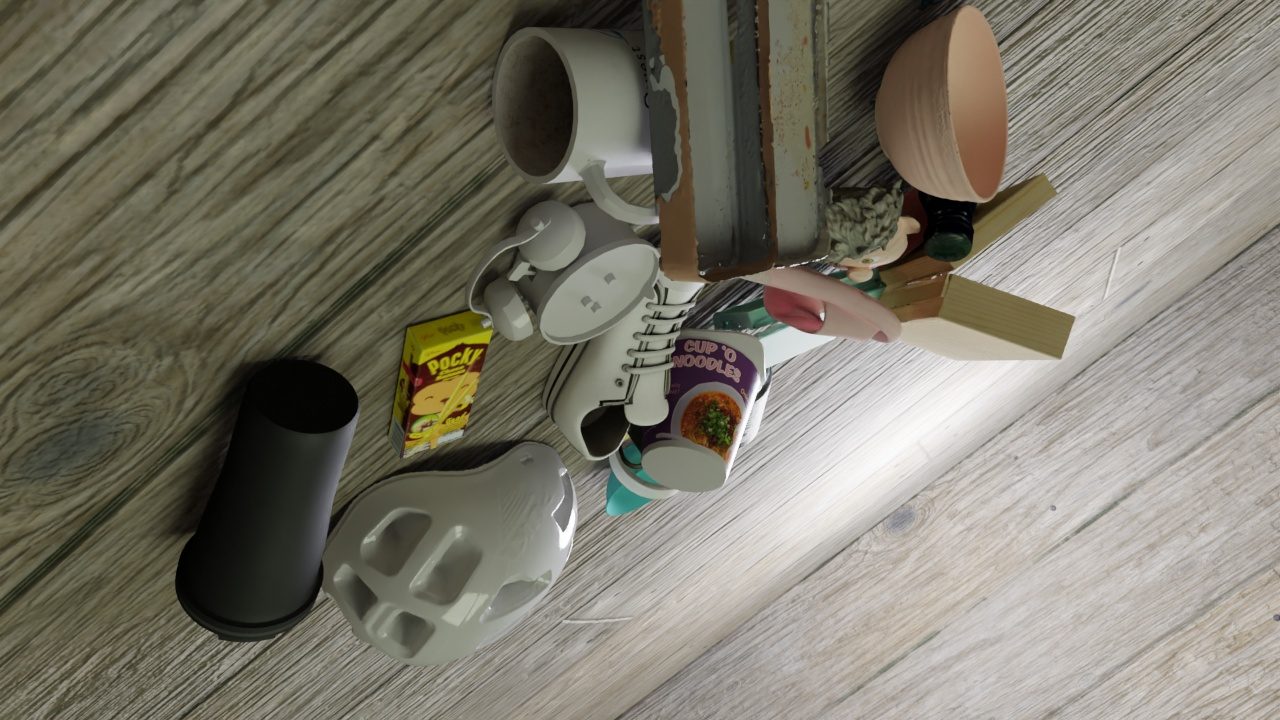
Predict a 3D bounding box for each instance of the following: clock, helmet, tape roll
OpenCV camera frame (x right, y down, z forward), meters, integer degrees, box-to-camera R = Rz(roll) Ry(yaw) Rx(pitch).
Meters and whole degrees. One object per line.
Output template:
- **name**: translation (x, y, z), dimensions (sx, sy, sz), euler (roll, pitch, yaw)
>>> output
- **clock**: translation (0.272, -0.148, 0.934), dimensions (0.109, 0.062, 0.157), euler (-35, 176, -32)
- **helmet**: translation (-0.176, 0.189, 0.932), dimensions (0.225, 0.184, 0.281), euler (-43, 175, 26)
- **tape roll**: translation (0.011, 0.111, 1.032), dimensions (0.093, 0.094, 0.019), euler (-16, 149, -37)
- **clock**: translation (-0.055, -0.061, 0.673), dimensions (0.158, 0.061, 0.120), euler (-11, 146, -44)

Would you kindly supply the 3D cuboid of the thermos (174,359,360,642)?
- **thermos**: translation (-0.265, 0.102, 0.662), dimensions (0.105, 0.106, 0.219), euler (-10, 140, -44)

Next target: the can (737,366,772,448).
- **can**: translation (0.102, 0.039, 1.034), dimensions (0.080, 0.080, 0.146), euler (-29, 155, -15)

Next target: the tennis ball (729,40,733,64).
- **tennis ball**: translation (0.049, -0.175, 0.596), dimensions (0.065, 0.065, 0.065), euler (-29, 155, -15)

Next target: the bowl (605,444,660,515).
- **bowl**: translation (-0.002, 0.133, 1.111), dimensions (0.121, 0.046, 0.121), euler (-29, 155, -15)

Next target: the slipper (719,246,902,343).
- **slipper**: translation (0.146, -0.058, 0.844), dimensions (0.221, 0.107, 0.056), euler (19, 96, -31)

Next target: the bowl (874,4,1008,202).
- **bowl**: translation (0.238, -0.199, 0.741), dimensions (0.076, 0.153, 0.152), euler (0, 180, 38)

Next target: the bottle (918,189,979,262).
- **bottle**: translation (0.277, -0.161, 0.819), dimensions (0.056, 0.160, 0.056), euler (10, 151, 6)

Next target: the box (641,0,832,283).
- **box**: translation (0.065, -0.158, 0.527), dimensions (0.150, 0.043, 0.216), euler (-15, 106, -38)

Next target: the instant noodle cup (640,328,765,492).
- **instant noodle cup**: translation (0.057, 0.052, 0.881), dimensions (0.122, 0.121, 0.137), euler (32, 141, -22)

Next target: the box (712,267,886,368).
- **box**: translation (0.175, -0.037, 0.956), dimensions (0.188, 0.080, 0.078), euler (-20, -171, -31)

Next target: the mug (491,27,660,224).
- **mug**: translation (-0.015, -0.132, 0.527), dimensions (0.096, 0.119, 0.083), euler (-15, 164, -38)

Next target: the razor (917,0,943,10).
- **razor**: translation (0.276, -0.307, 0.706), dimensions (0.140, 0.018, 0.044), euler (-27, 154, -18)

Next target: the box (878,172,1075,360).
- **box**: translation (0.325, -0.081, 0.957), dimensions (0.141, 0.184, 0.248), euler (-2, 179, -3)

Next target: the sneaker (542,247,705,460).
- **sneaker**: translation (-0.005, 0.005, 0.814), dimensions (0.091, 0.097, 0.246), euler (-9, 146, -45)

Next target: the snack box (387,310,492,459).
- **snack box**: translation (-0.161, 0.022, 0.729), dimensions (0.061, 0.025, 0.149), euler (-19, 151, -33)

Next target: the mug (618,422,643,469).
- **mug**: translation (0.019, 0.076, 0.992), dimensions (0.110, 0.081, 0.085), euler (-21, 152, -28)

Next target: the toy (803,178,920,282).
- **toy**: translation (0.190, -0.109, 0.828), dimensions (0.133, 0.076, 0.175), euler (1, 173, 36)
